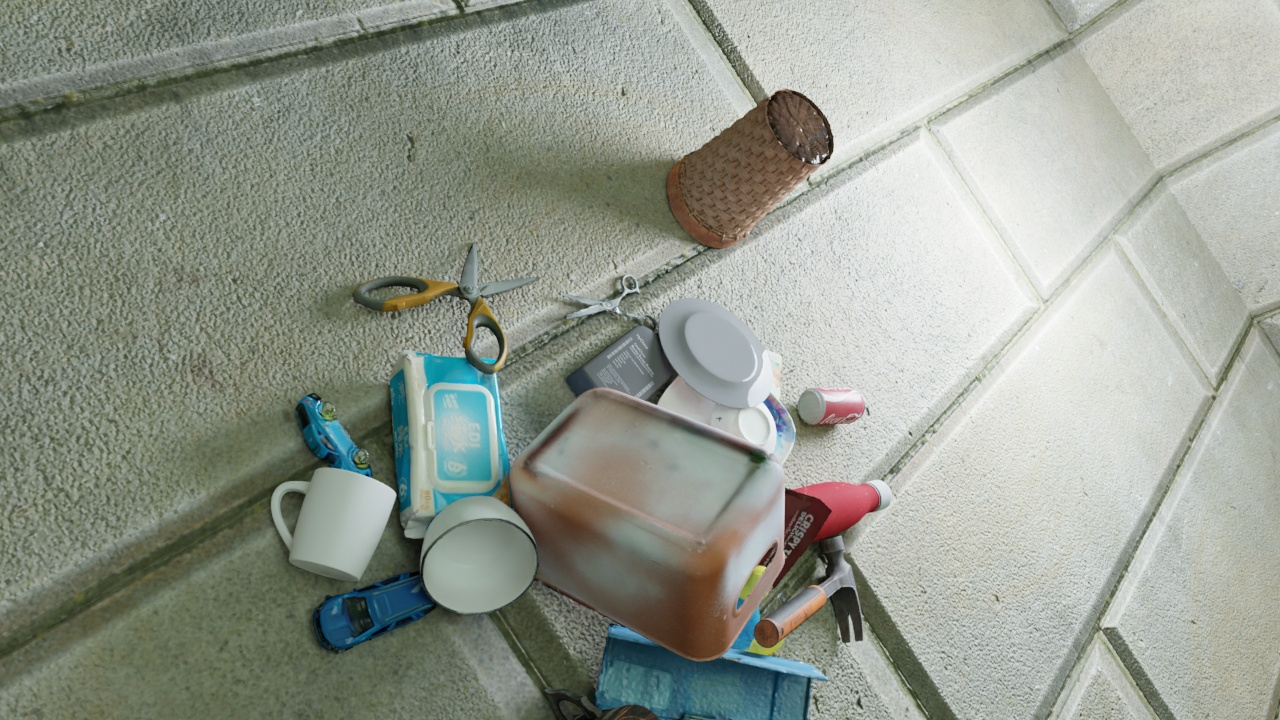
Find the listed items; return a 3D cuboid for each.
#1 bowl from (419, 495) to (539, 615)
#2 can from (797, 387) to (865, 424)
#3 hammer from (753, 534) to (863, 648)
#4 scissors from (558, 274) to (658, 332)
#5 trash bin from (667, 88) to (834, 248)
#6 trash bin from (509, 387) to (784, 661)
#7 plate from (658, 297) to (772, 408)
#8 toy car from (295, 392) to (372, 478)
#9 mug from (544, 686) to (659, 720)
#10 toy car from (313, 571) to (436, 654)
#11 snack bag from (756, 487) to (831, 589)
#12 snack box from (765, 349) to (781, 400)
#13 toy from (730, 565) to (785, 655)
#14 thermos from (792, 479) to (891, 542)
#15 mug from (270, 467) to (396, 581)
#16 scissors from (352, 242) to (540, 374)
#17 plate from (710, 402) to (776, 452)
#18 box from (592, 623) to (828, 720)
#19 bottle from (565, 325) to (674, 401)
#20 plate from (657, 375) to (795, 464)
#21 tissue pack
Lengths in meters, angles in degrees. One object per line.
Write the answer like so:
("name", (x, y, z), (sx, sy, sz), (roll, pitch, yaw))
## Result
("bowl", (-0.162, 0.186, 0.907), (0.116, 0.116, 0.065), (23, 17, -26))
("can", (0.280, 0.066, 1.341), (0.096, 0.054, 0.054), (1, 68, -35))
("hammer", (0.207, 0.304, 1.108), (0.313, 0.035, 0.137), (1, 73, -63))
("scissors", (-0.032, -0.060, 1.203), (0.147, 0.014, 0.141), (49, 47, -7))
("trash bin", (0.155, -0.273, 1.307), (0.151, 0.211, 0.151), (15, 61, -29))
("trash bin", (0.010, 0.157, 0.949), (0.260, 0.158, 0.181), (21, 45, 27))
("plate", (0.104, -0.015, 1.209), (0.178, 0.012, 0.178), (20, 45, -22))
("toy car", (-0.309, 0.082, 0.917), (0.032, 0.048, 0.105), (-38, 94, -41))
("mug", (-0.044, 0.379, 0.929), (0.079, 0.107, 0.116), (-28, 87, -40))
("toy car", (-0.254, 0.238, 0.887), (0.120, 0.044, 0.056), (-14, 78, -38))
("snack bag", (0.115, 0.195, 1.120), (0.208, 0.139, 0.066), (26, 15, -11))
("snack box", (0.134, 0.048, 1.262), (0.132, 0.027, 0.167), (21, 59, -25))
("toy", (0.107, 0.361, 1.061), (0.148, 0.084, 0.214), (-13, 76, -16))
("thermos", (0.256, 0.201, 1.248), (0.239, 0.073, 0.073), (-6, 73, -38))
("mug", (-0.303, 0.155, 0.878), (0.114, 0.081, 0.087), (12, 65, 4))
("scissors", (-0.202, -0.063, 1.041), (0.224, 0.016, 0.229), (-12, 51, -32))
("plate", (0.140, 0.087, 1.190), (0.104, 0.026, 0.104), (12, 65, -28))
("box", (0.070, 0.342, 0.957), (0.231, 0.112, 0.094), (12, 75, 2))
("bottle", (-0.007, 0.007, 1.168), (0.084, 0.046, 0.173), (53, 50, -3))
("plate", (0.110, 0.086, 1.200), (0.187, 0.016, 0.186), (48, 54, -8))
("tissue pack", (-0.202, 0.092, 0.980), (0.116, 0.066, 0.209), (4, 69, -33))
